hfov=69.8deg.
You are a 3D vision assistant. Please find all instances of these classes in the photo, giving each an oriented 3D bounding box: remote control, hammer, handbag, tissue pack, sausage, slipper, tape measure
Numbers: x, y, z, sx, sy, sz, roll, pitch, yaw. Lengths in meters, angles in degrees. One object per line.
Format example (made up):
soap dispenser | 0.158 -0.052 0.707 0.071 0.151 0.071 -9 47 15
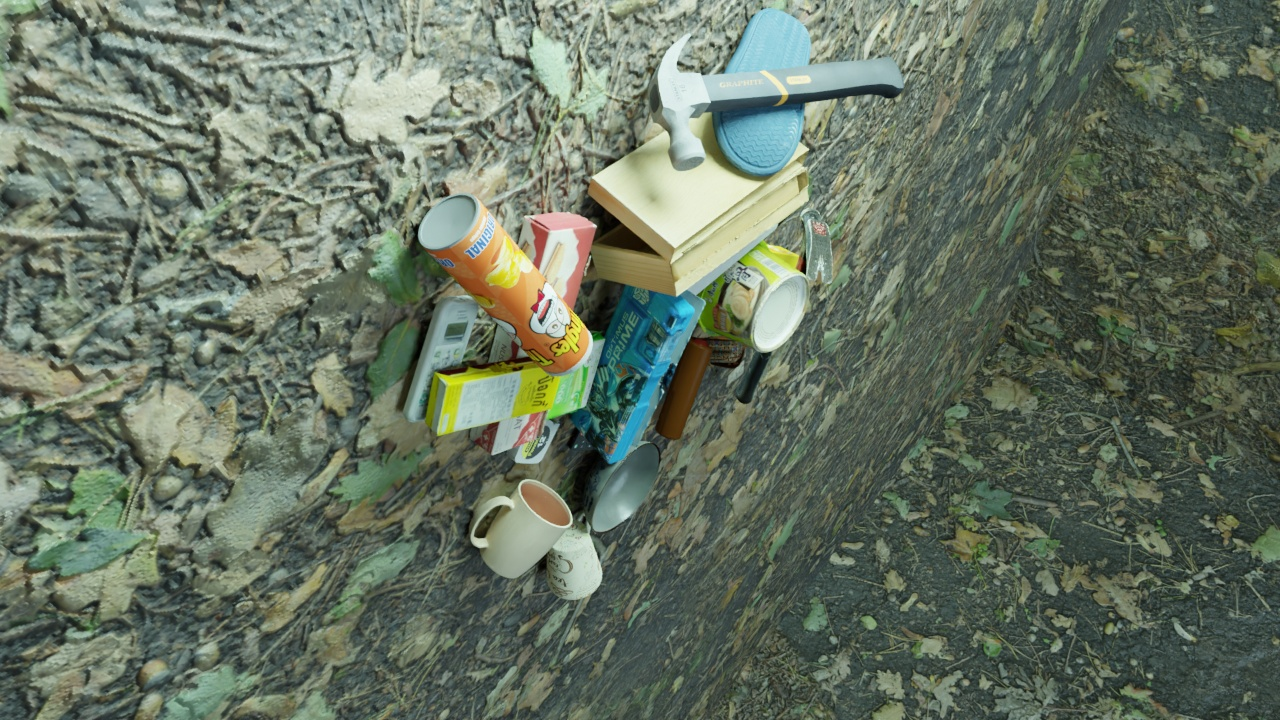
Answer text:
remote control | -0.196 -0.002 0.891 0.050 0.022 0.133 -10 127 -55
hammer | 0.153 -0.286 0.979 0.312 0.139 0.035 -12 168 -24
handbag | 0.125 -0.020 1.361 0.195 0.094 0.043 -17 108 -64
remote control | -0.057 0.104 1.259 0.124 0.010 0.039 4 116 -61
hammer | 0.206 -0.056 1.363 0.140 0.036 0.327 -90 -165 -50
tissue pack | -0.091 0.018 1.083 0.099 0.034 0.114 -17 131 -51
sausage | 0.060 0.040 1.272 0.040 0.040 0.156 -12 126 -55
slipper | 0.134 -0.301 1.028 0.059 0.103 0.213 140 -34 -66
tape measure | -0.130 0.095 1.117 0.065 0.017 0.064 7 113 -61

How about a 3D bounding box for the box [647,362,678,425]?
box | 0.011 0.013 1.229 0.156 0.063 0.217 -57 163 -53

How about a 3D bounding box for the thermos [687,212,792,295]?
thermos | 0.091 -0.156 1.165 0.229 0.101 0.068 -39 132 -17

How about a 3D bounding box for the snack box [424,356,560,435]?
snack box | -0.146 0.032 0.932 0.148 0.025 0.061 -11 129 -45

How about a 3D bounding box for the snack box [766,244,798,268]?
snack box | 0.165 -0.126 1.353 0.200 0.042 0.092 -3 121 -59

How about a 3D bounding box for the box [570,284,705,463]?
box | -0.006 0.006 1.111 0.066 0.091 0.244 -14 139 -43

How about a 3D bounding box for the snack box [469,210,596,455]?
snack box | -0.115 -0.025 0.980 0.076 0.044 0.273 -17 133 -51

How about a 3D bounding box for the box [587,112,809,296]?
box | 0.070 -0.184 1.032 0.248 0.141 0.149 -39 141 -33

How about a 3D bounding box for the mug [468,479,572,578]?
mug | -0.158 0.209 1.136 0.111 0.085 0.104 26 109 -36

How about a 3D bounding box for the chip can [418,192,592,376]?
chip can | -0.120 -0.064 0.857 0.062 0.062 0.210 -52 140 -11

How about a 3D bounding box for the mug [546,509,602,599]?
mug | -0.092 0.268 1.327 0.121 0.081 0.097 -62 156 -45

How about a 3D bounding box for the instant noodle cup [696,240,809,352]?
instant noodle cup | 0.154 -0.082 1.227 0.145 0.098 0.146 -32 140 -32

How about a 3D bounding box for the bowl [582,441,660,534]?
bowl | -0.039 0.170 1.312 0.150 0.057 0.151 -40 149 -31
